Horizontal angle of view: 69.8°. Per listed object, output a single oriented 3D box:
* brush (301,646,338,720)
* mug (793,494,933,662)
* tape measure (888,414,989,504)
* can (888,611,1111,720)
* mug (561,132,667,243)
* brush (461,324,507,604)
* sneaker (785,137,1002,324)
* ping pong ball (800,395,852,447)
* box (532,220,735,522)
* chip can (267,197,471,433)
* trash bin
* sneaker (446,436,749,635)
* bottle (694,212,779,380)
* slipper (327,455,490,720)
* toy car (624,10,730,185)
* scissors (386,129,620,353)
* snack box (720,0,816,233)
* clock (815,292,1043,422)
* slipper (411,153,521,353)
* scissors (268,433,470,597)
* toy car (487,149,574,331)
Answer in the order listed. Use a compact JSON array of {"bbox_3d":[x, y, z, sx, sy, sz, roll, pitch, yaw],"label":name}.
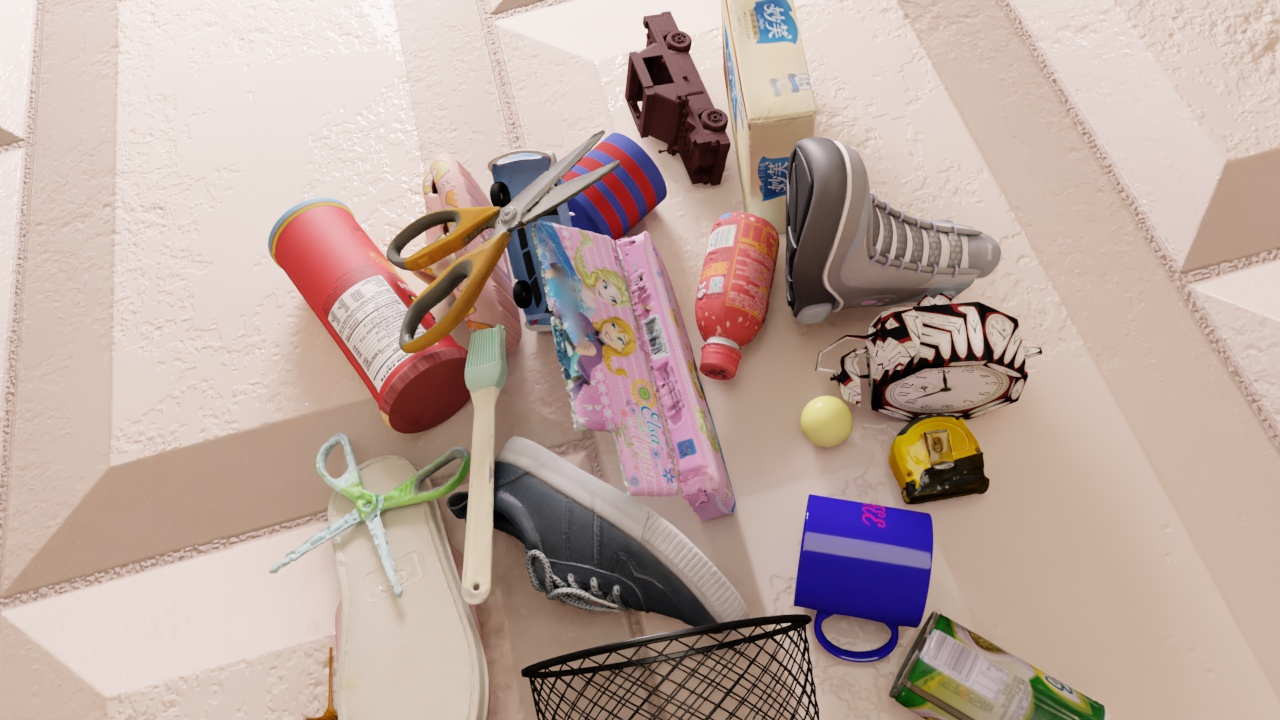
[{"bbox_3d":[-0.226,0.274,0.658,0.048,0.017,0.126,-10,63,2],"label":"brush"},{"bbox_3d":[0.153,0.155,0.644,0.083,0.079,0.111,8,93,10],"label":"mug"},{"bbox_3d":[0.222,0.072,0.691,0.065,0.037,0.064,-9,64,2],"label":"tape measure"},{"bbox_3d":[0.233,0.224,0.599,0.121,0.067,0.067,28,70,19],"label":"can"},{"bbox_3d":[-0.040,-0.154,0.822,0.076,0.075,0.112,-43,41,-14],"label":"mug"},{"bbox_3d":[-0.117,0.071,0.678,0.033,0.012,0.217,-13,61,19],"label":"brush"},{"bbox_3d":[0.183,-0.087,0.656,0.160,0.256,0.093,0,81,8],"label":"sneaker"},{"bbox_3d":[0.144,0.047,0.711,0.040,0.040,0.040,-3,64,5],"label":"ping pong ball"},{"bbox_3d":[0.005,-0.001,0.693,0.062,0.160,0.230,-29,60,26],"label":"box"},{"bbox_3d":[-0.228,-0.042,0.776,0.087,0.087,0.213,-37,65,-12],"label":"chip can"},{"bbox_3d":[0.035,0.276,0.544,0.184,0.184,0.210,-11,69,1],"label":"trash bin"},{"bbox_3d":[-0.035,0.140,0.662,0.236,0.089,0.087,27,68,26],"label":"sneaker"},{"bbox_3d":[0.076,-0.050,0.756,0.062,0.062,0.137,10,66,11],"label":"bottle"},{"bbox_3d":[-0.172,0.188,0.672,0.114,0.054,0.274,-21,52,0],"label":"slipper"},{"bbox_3d":[0.028,-0.241,0.849,0.061,0.070,0.169,-13,63,-12],"label":"toy car"},{"bbox_3d":[-0.111,-0.089,0.694,0.226,0.016,0.175,-19,55,25],"label":"scissors"},{"bbox_3d":[0.106,-0.237,0.792,0.055,0.153,0.207,-7,63,4],"label":"snack box"},{"bbox_3d":[0.206,-0.006,0.684,0.154,0.115,0.065,6,63,-10],"label":"clock"},{"bbox_3d":[-0.162,-0.088,0.791,0.081,0.093,0.197,-22,64,6],"label":"slipper"},{"bbox_3d":[-0.207,0.112,0.699,0.171,0.021,0.173,-30,54,-8],"label":"scissors"},{"bbox_3d":[-0.083,-0.101,0.766,0.056,0.153,0.054,-4,21,16],"label":"toy car"}]
